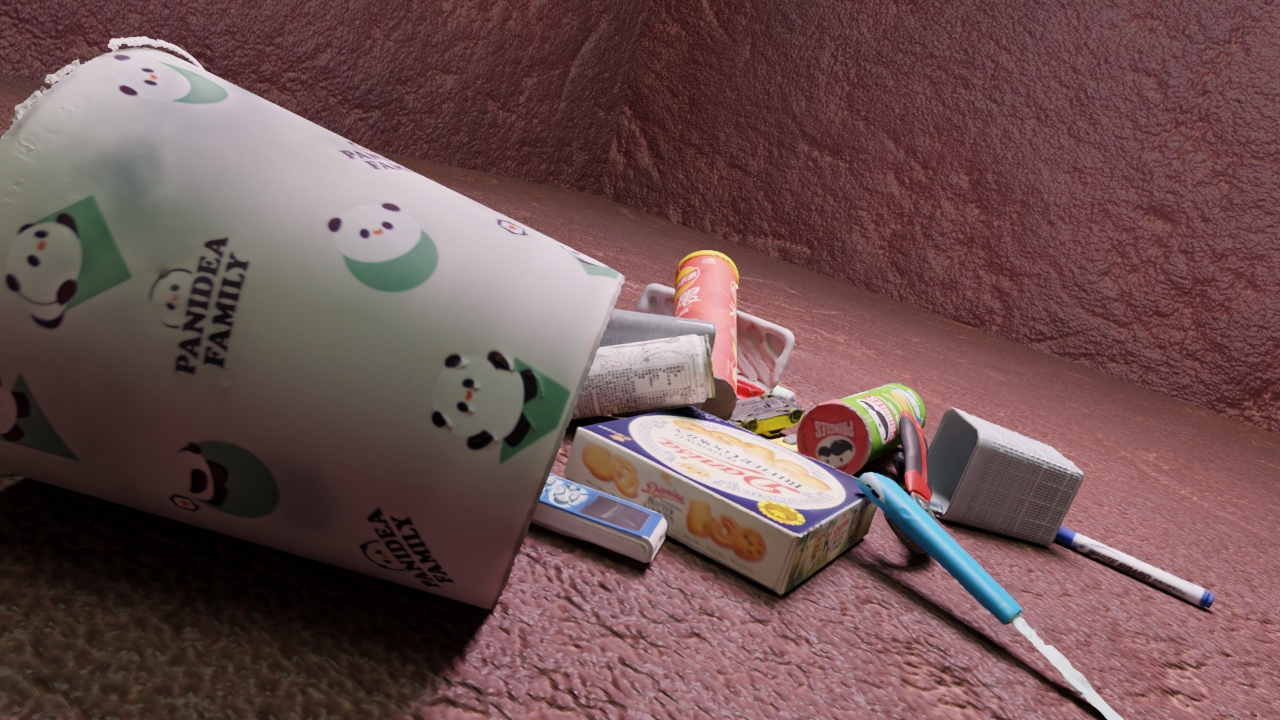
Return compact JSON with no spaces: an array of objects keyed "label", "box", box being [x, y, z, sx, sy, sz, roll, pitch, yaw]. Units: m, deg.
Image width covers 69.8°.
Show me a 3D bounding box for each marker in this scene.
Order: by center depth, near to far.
[{"label":"marker","box":[0.437,0.183,0.829,0.146,0.017,0.016,25,16,33]}]

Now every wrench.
[{"label":"wrench","box":[0.240,0.099,0.808,0.056,0.016,0.272,49,23,0]}]

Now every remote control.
[{"label":"remote control","box":[-0.045,0.095,0.588,0.125,0.024,0.049,18,13,11]}]

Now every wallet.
[{"label":"wallet","box":[-0.005,0.005,0.823,0.129,0.107,0.037,7,26,-5]}]

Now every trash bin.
[{"label":"trash bin","box":[-0.157,-0.003,0.467,0.252,0.230,0.229,22,13,-3]}]

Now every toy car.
[{"label":"toy car","box":[0.117,0.059,0.926,0.105,0.032,0.048,-8,25,-34]}]

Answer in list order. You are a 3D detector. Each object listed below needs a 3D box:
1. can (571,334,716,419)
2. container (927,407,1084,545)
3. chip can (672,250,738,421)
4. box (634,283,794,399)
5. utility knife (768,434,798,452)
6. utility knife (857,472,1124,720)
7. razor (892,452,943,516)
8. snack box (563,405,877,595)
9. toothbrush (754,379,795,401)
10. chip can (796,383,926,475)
[{"label":"can","box":[-0.012,0.015,0.775,0.147,0.058,0.058,-8,13,2]},{"label":"container","box":[0.333,0.110,0.852,0.111,0.090,0.090,18,13,-4]},{"label":"chip can","box":[0.064,-0.027,0.945,0.073,0.073,0.216,15,40,-6]},{"label":"box","box":[0.058,-0.019,1.024,0.201,0.100,0.110,23,11,27]},{"label":"utility knife","box":[0.153,0.084,0.912,0.031,0.021,0.201,33,15,33]},{"label":"utility knife","box":[0.230,0.154,0.612,0.034,0.018,0.234,15,24,-41]},{"label":"razor","box":[0.251,0.116,0.865,0.042,0.022,0.142,22,16,3]},{"label":"snack box","box":[0.067,0.093,0.687,0.178,0.046,0.182,23,14,27]},{"label":"toothbrush","box":[0.087,0.009,1.100,0.225,0.027,0.026,25,53,34]},{"label":"chip can","box":[0.234,0.066,0.945,0.072,0.072,0.235,23,14,26]}]
